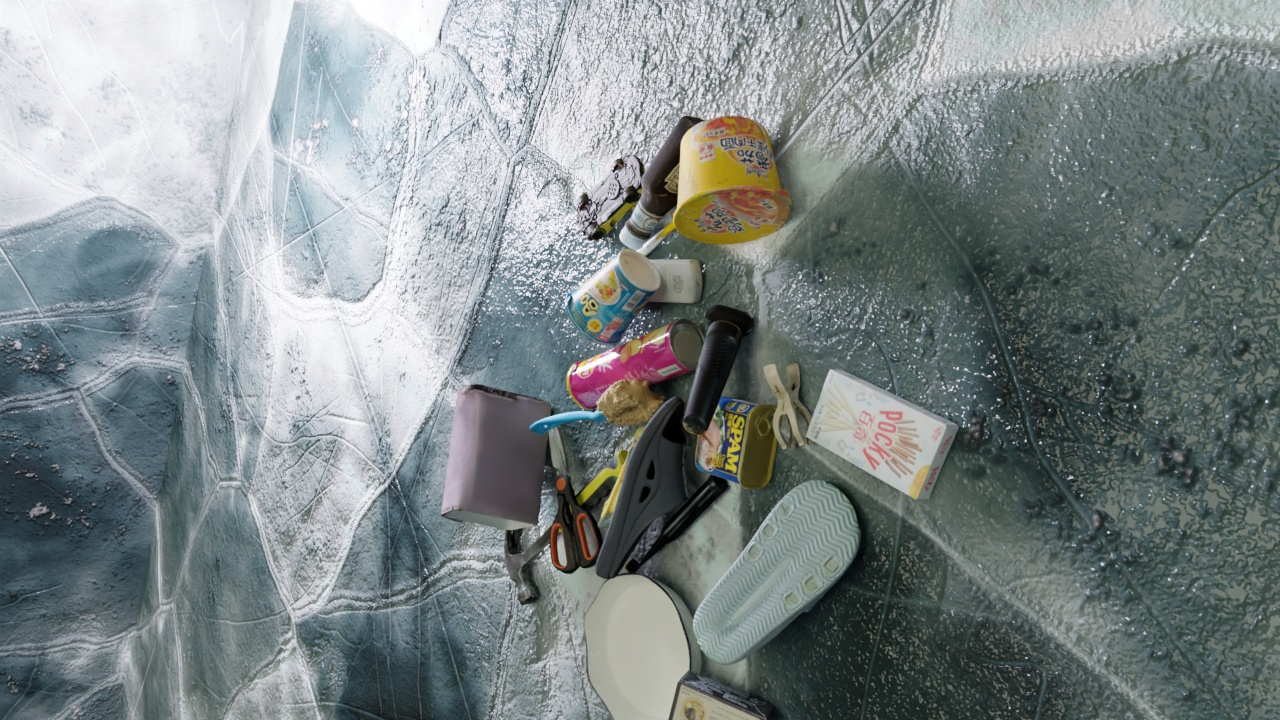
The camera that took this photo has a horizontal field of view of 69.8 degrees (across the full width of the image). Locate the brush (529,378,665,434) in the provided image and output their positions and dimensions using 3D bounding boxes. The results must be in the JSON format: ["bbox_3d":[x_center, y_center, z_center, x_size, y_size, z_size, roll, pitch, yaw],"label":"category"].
[{"bbox_3d":[-0.068,0.074,1.272,0.255,0.083,0.045,-17,55,44],"label":"brush"}]

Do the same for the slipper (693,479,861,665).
[{"bbox_3d":[0.159,0.246,1.038,0.246,0.074,0.104,-50,60,11],"label":"slipper"}]

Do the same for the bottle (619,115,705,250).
[{"bbox_3d":[0.034,-0.230,1.215,0.044,0.079,0.195,55,126,28],"label":"bottle"}]

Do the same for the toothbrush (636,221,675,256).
[{"bbox_3d":[0.041,-0.177,1.252,0.192,0.018,0.016,-36,63,42],"label":"toothbrush"}]

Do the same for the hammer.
[{"bbox_3d":[-0.111,0.233,1.362,0.324,0.031,0.126,-47,56,34],"label":"hammer"}]

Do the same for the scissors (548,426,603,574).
[{"bbox_3d":[-0.094,0.187,1.318,0.142,0.021,0.234,-2,79,37],"label":"scissors"}]

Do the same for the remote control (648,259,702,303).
[{"bbox_3d":[0.025,-0.109,1.252,0.150,0.021,0.058,7,104,46],"label":"remote control"}]

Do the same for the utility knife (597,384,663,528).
[{"bbox_3d":[-0.009,0.133,1.250,0.031,0.022,0.210,20,82,30],"label":"utility knife"}]

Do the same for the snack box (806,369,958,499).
[{"bbox_3d":[0.256,0.076,0.989,0.157,0.026,0.085,31,108,45],"label":"snack box"}]

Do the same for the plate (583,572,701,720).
[{"bbox_3d":[0.005,0.384,1.215,0.205,0.045,0.204,-7,80,46],"label":"plate"}]

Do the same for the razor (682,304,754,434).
[{"bbox_3d":[0.089,0.012,1.115,0.068,0.062,0.167,92,-164,-65],"label":"razor"}]

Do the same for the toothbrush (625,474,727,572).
[{"bbox_3d":[0.042,0.220,1.203,0.027,0.026,0.213,43,122,6],"label":"toothbrush"}]

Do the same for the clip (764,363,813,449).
[{"bbox_3d":[0.173,0.052,1.067,0.035,0.071,0.100,-17,78,45],"label":"clip"}]

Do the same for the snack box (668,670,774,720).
[{"bbox_3d":[0.086,0.452,1.087,0.113,0.053,0.126,17,99,22],"label":"snack box"}]

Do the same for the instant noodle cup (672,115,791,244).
[{"bbox_3d":[0.106,-0.218,1.106,0.138,0.138,0.109,-22,61,44],"label":"instant noodle cup"}]

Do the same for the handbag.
[{"bbox_3d":[-0.221,0.147,1.380,0.099,0.144,0.196,-15,62,42],"label":"handbag"}]

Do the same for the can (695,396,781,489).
[{"bbox_3d":[0.116,0.097,1.114,0.083,0.057,0.102,12,95,49],"label":"can"}]

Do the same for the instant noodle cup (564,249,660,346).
[{"bbox_3d":[-0.032,-0.090,1.237,0.110,0.099,0.099,-43,57,36],"label":"instant noodle cup"}]

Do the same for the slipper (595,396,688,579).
[{"bbox_3d":[0.021,0.175,1.192,0.083,0.110,0.268,24,105,12],"label":"slipper"}]

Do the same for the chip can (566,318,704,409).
[{"bbox_3d":[-0.007,0.007,1.244,0.211,0.071,0.071,-22,70,43],"label":"chip can"}]

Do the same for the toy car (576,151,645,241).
[{"bbox_3d":[-0.039,-0.232,1.320,0.156,0.041,0.071,-41,58,39],"label":"toy car"}]
